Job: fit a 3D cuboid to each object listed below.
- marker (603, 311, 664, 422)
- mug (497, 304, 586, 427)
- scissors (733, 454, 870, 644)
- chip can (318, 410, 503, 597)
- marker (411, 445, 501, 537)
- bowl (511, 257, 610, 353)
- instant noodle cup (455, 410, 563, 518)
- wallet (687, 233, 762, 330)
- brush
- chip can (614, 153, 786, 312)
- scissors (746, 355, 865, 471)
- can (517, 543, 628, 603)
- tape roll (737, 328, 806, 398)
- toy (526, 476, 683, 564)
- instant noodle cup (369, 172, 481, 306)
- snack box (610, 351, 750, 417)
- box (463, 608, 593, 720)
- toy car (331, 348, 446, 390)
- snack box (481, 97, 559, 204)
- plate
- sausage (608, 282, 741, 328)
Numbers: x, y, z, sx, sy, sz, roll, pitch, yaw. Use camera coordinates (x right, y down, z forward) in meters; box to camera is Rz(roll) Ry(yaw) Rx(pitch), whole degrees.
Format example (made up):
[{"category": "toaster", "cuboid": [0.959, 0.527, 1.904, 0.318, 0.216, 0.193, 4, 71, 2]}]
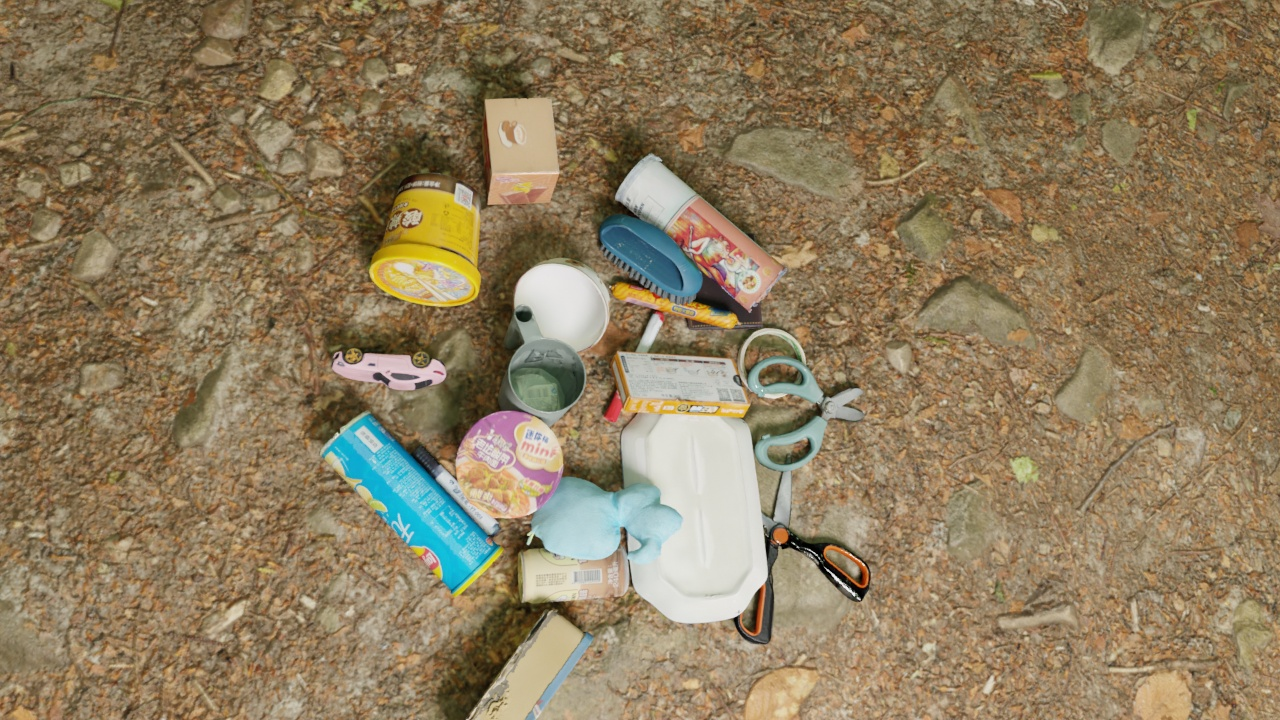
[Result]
[{"category": "marker", "cuboid": [-0.006, 0.006, 1.089, 0.017, 0.017, 0.145, 27, 74, -6]}, {"category": "mug", "cuboid": [-0.119, 0.012, 1.015, 0.083, 0.104, 0.124, -18, 78, -21]}, {"category": "scissors", "cuboid": [0.168, 0.228, 1.083, 0.233, 0.022, 0.220, 31, 69, -4]}, {"category": "chip can", "cuboid": [-0.244, 0.152, 0.978, 0.210, 0.071, 0.071, 46, 73, 0]}, {"category": "marker", "cuboid": [-0.205, 0.146, 1.016, 0.022, 0.018, 0.130, -44, 90, -8]}, {"category": "bowl", "cuboid": [-0.085, -0.069, 1.053, 0.113, 0.114, 0.062, 32, 31, -5]}, {"category": "instant noodle cup", "cuboid": [-0.146, 0.115, 0.992, 0.111, 0.099, 0.111, 2, 79, -13]}, {"category": "wallet", "cuboid": [0.100, -0.097, 1.133, 0.096, 0.020, 0.122, -2, 78, -11]}, {"category": "brush", "cuboid": [0.012, -0.125, 1.077, 0.144, 0.074, 0.055, 38, 63, 13]}, {"category": "chip can", "cuboid": [0.073, -0.152, 1.098, 0.215, 0.071, 0.071, 41, 73, 5]}, {"category": "scissors", "cuboid": [0.199, 0.076, 1.112, 0.176, 0.019, 0.172, 17, 80, -20]}, {"category": "can", "cuboid": [-0.074, 0.233, 1.005, 0.116, 0.059, 0.058, -2, 79, -13]}, {"category": "tape roll", "cuboid": [0.162, 0.003, 1.129, 0.085, 0.014, 0.085, 3, 78, -12]}, {"category": "toy", "cuboid": [-0.046, 0.173, 0.998, 0.156, 0.050, 0.161, -23, 43, -18]}, {"category": "instant noodle cup", "cuboid": [-0.231, -0.136, 1.020, 0.118, 0.119, 0.114, 10, 69, -11]}, {"category": "snack box", "cuboid": [0.047, 0.028, 1.062, 0.153, 0.026, 0.075, 4, 45, -21]}, {"category": "box", "cuboid": [-0.120, 0.337, 0.959, 0.062, 0.090, 0.184, 39, 75, 4]}, {"category": "toy car", "cuboid": [-0.276, 0.012, 1.008, 0.122, 0.056, 0.037, 4, 71, -11]}, {"category": "snack box", "cuboid": [-0.142, -0.242, 1.068, 0.077, 0.094, 0.092, -4, 80, -13]}, {"category": "plate", "cuboid": [0.064, 0.164, 1.052, 0.162, 0.034, 0.265, -1, 74, -10]}, {"category": "sausage", "cuboid": [0.041, -0.066, 1.100, 0.165, 0.021, 0.021, 15, 75, 1]}]
